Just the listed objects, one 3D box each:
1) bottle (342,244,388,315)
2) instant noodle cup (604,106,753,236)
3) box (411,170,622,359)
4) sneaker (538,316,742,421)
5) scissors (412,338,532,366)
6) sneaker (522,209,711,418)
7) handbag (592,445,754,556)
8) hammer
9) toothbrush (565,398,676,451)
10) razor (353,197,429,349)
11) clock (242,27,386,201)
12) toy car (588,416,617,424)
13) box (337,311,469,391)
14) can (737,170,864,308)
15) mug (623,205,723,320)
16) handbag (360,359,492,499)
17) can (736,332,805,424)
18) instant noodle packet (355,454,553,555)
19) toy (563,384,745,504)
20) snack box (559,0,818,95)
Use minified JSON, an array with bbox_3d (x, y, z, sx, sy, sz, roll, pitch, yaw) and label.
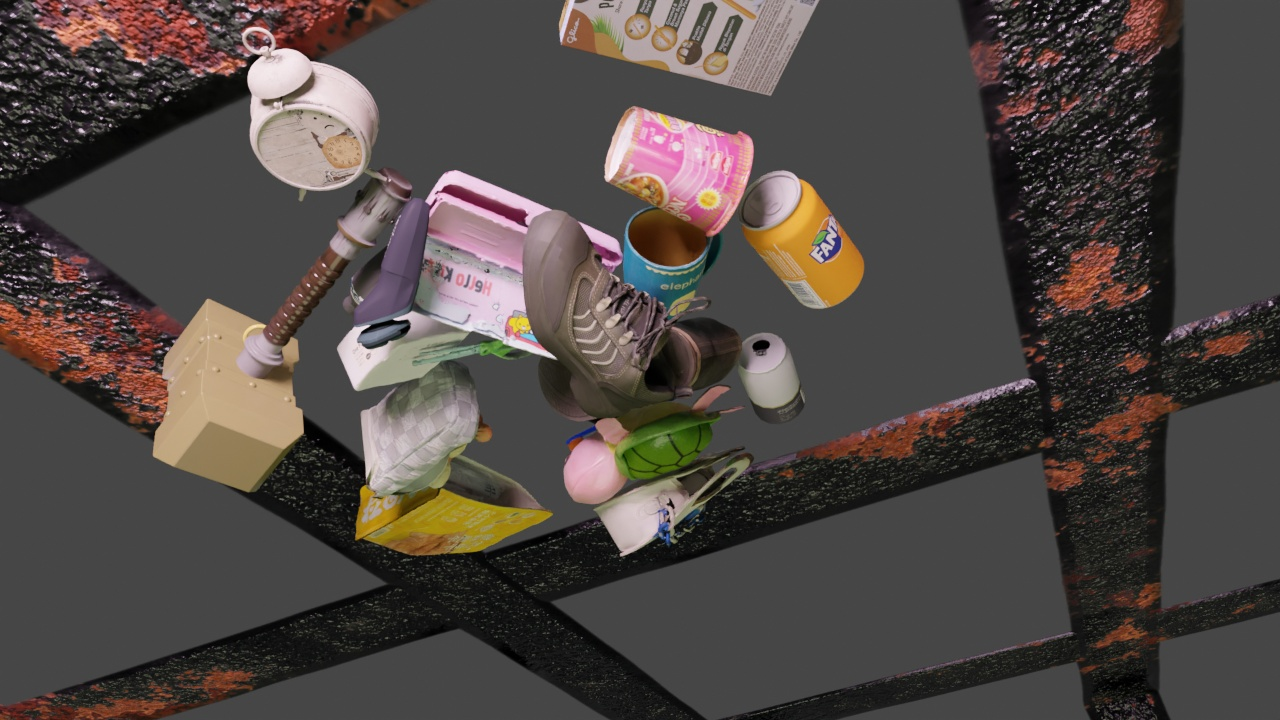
[{"bbox_3d":[-0.256,-0.080,0.916,0.113,0.047,0.047,-33,134,27],"label":"bottle"},{"bbox_3d":[0.030,-0.174,0.819,0.108,0.097,0.098,17,135,-17],"label":"instant noodle cup"},{"bbox_3d":[-0.129,-0.093,0.909,0.201,0.073,0.150,20,107,-30],"label":"box"},{"bbox_3d":[-0.007,0.006,1.032,0.235,0.095,0.119,-18,177,37],"label":"sneaker"},{"bbox_3d":[-0.170,-0.009,0.982,0.175,0.032,0.079,-10,157,-39],"label":"scissors"},{"bbox_3d":[-0.015,-0.034,0.856,0.143,0.100,0.238,-1,134,25],"label":"sneaker"},{"bbox_3d":[0.057,0.176,1.184,0.200,0.093,0.200,-31,173,21],"label":"handbag"},{"bbox_3d":[-0.325,-0.051,0.874,0.100,0.190,0.325,31,110,-37],"label":"hammer"},{"bbox_3d":[-0.018,0.075,1.165,0.183,0.018,0.016,-25,162,20],"label":"toothbrush"},{"bbox_3d":[-0.221,-0.078,0.829,0.052,0.047,0.143,15,99,-20],"label":"razor"},{"bbox_3d":[-0.279,-0.201,0.753,0.103,0.061,0.157,-12,143,5],"label":"clock"},{"bbox_3d":[-0.051,0.053,1.122,0.105,0.033,0.048,26,129,-31],"label":"toy car"},{"bbox_3d":[-0.248,-0.029,0.950,0.107,0.076,0.102,-34,170,38],"label":"box"},{"bbox_3d":[0.160,-0.118,0.912,0.079,0.079,0.142,-28,137,22],"label":"can"},{"bbox_3d":[0.035,-0.096,0.928,0.112,0.084,0.104,-27,151,-23],"label":"mug"},{"bbox_3d":[-0.242,0.079,1.065,0.172,0.112,0.123,-36,143,30],"label":"handbag"},{"bbox_3d":[0.154,0.020,1.090,0.064,0.064,0.127,-17,140,10],"label":"can"},{"bbox_3d":[-0.250,0.208,1.254,0.163,0.084,0.221,-31,141,25],"label":"instant noodle packet"},{"bbox_3d":[0.010,0.096,1.088,0.238,0.087,0.190,-27,165,12],"label":"toy"},{"bbox_3d":[0.039,-0.282,0.730,0.186,0.031,0.101,8,138,-18],"label":"snack box"}]
